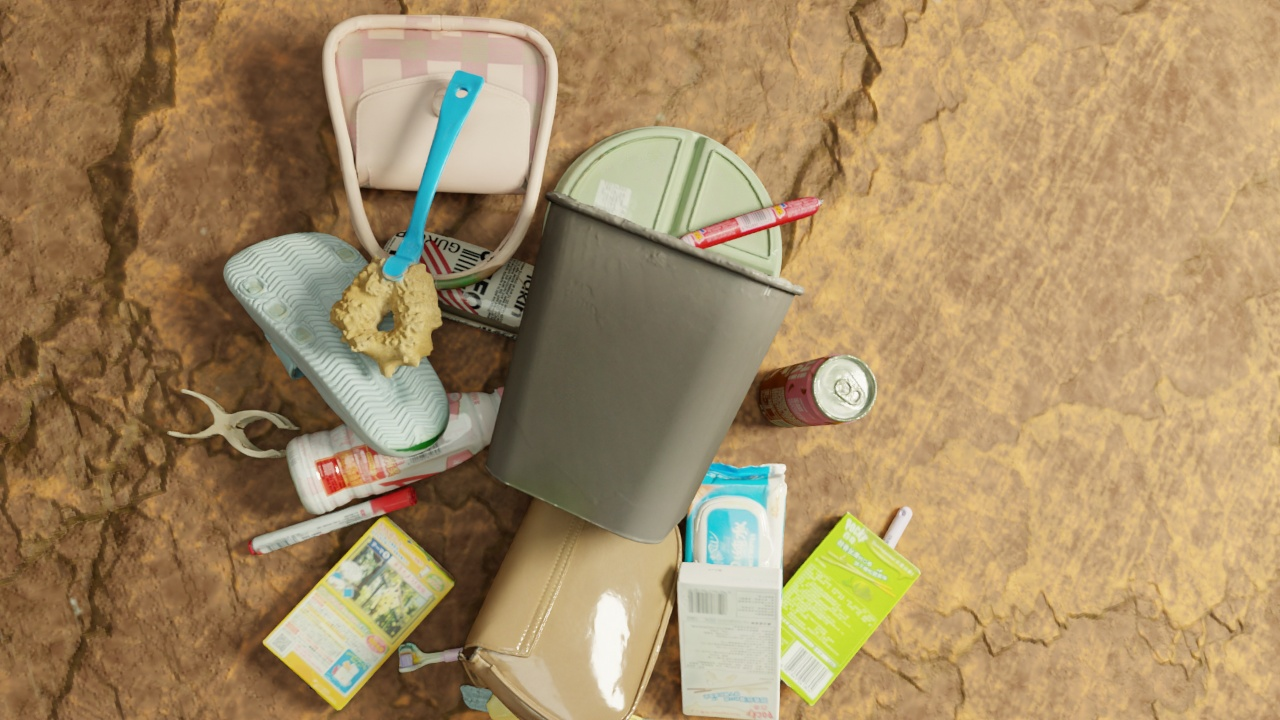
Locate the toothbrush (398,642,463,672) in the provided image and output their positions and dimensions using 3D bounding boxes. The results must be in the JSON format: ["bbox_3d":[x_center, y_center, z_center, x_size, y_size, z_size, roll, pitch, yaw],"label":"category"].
[{"bbox_3d":[-0.114,0.248,0.802,0.189,0.029,0.020,-5,128,-11],"label":"toothbrush"}]

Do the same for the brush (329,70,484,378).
[{"bbox_3d":[-0.173,-0.111,0.721,0.083,0.046,0.254,16,83,4],"label":"brush"}]

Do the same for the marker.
[{"bbox_3d":[-0.260,0.136,0.774,0.145,0.017,0.017,-18,88,1],"label":"marker"}]

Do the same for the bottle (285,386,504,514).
[{"bbox_3d":[-0.194,0.068,0.781,0.196,0.068,0.068,-19,89,-14],"label":"bottle"}]

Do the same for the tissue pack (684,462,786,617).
[{"bbox_3d":[0.082,0.159,0.810,0.090,0.063,0.140,2,85,9],"label":"tissue pack"}]

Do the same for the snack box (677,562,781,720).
[{"bbox_3d":[0.076,0.241,0.780,0.085,0.026,0.157,1,119,9],"label":"snack box"}]

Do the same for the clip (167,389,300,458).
[{"bbox_3d":[-0.339,0.047,0.775,0.103,0.034,0.076,25,84,1],"label":"clip"}]

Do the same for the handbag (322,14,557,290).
[{"bbox_3d":[-0.168,-0.170,0.779,0.193,0.093,0.234,0,79,-8],"label":"handbag"}]

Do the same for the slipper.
[{"bbox_3d":[-0.247,-0.014,0.765,0.103,0.074,0.245,-33,71,-28],"label":"slipper"}]

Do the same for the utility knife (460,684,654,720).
[{"bbox_3d":[-0.072,0.312,0.804,0.176,0.019,0.031,15,79,-12],"label":"utility knife"}]

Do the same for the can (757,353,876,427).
[{"bbox_3d":[0.150,0.029,0.799,0.058,0.147,0.058,1,85,-10],"label":"can"}]

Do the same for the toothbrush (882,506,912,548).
[{"bbox_3d":[0.204,0.218,0.858,0.029,0.021,0.189,25,77,34],"label":"toothbrush"}]

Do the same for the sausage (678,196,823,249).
[{"bbox_3d":[0.098,-0.125,0.840,0.155,0.020,0.020,-18,88,-11],"label":"sausage"}]

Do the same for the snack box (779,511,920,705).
[{"bbox_3d":[0.172,0.224,0.835,0.086,0.026,0.156,39,80,16],"label":"snack box"}]

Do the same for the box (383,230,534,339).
[{"bbox_3d":[-0.147,-0.064,0.814,0.163,0.076,0.075,15,64,-3],"label":"box"}]

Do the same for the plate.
[{"bbox_3d":[0.024,-0.108,0.850,0.230,0.027,0.230,1,84,-10],"label":"plate"}]

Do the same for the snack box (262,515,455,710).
[{"bbox_3d":[-0.236,0.212,0.778,0.087,0.034,0.140,43,82,-4],"label":"snack box"}]

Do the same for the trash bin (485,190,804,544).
[{"bbox_3d":[-0.004,0.004,0.727,0.199,0.198,0.220,23,98,11],"label":"trash bin"}]

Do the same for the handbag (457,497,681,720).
[{"bbox_3d":[-0.054,0.203,0.758,0.147,0.100,0.203,31,53,-9],"label":"handbag"}]
